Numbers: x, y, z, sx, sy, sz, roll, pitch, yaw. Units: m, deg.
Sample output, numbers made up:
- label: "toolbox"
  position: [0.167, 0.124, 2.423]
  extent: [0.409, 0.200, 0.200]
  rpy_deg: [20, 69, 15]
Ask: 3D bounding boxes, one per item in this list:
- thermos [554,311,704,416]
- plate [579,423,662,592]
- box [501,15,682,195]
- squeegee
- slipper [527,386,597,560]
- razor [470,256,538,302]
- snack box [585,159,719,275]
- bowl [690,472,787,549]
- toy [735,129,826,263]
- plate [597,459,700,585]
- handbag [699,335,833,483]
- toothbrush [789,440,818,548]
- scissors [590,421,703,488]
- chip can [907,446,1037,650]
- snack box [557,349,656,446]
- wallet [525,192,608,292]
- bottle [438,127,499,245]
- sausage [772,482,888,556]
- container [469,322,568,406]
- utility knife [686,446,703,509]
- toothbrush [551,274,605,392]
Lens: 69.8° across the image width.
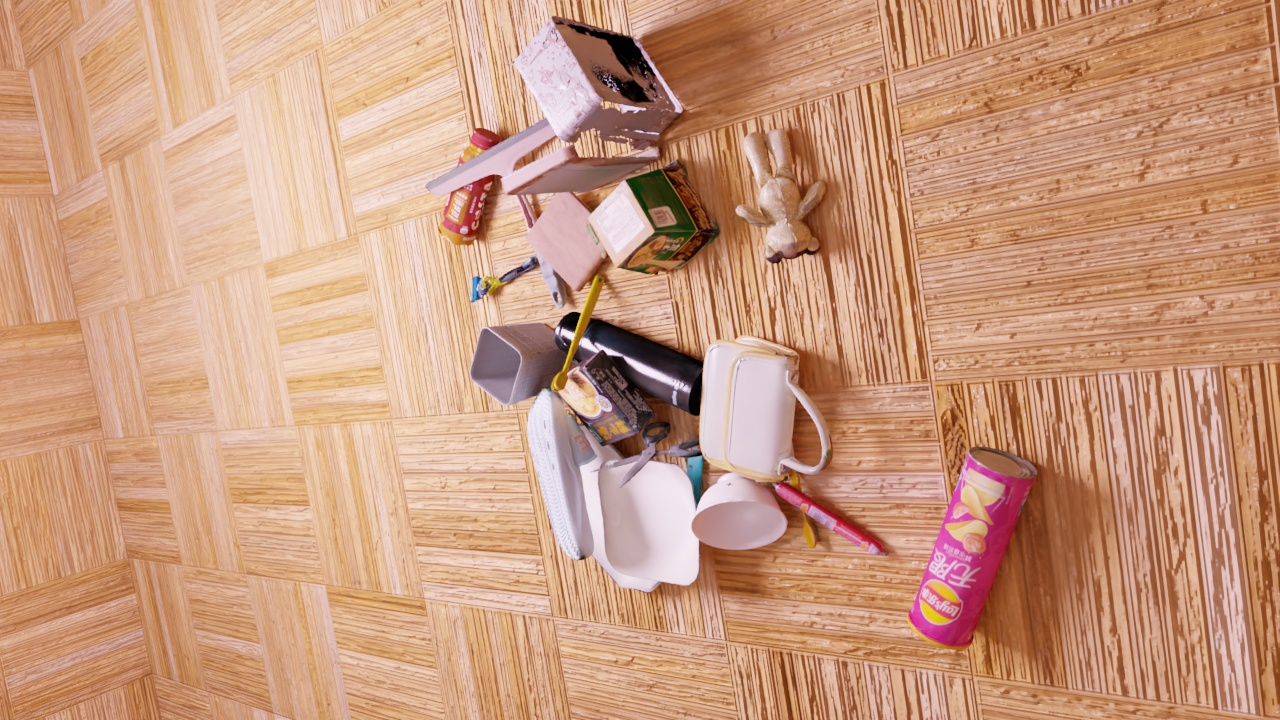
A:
- label: "thermos"
  position: [-0.007, 0.007, 1.229]
  extent: [0.243, 0.068, 0.090]
  rpy_deg: [24, 137, 36]
- label: "plate"
  position: [-0.040, 0.204, 1.309]
  extent: [0.265, 0.034, 0.162]
  rpy_deg: [46, 124, 23]
- label: "box"
  position: [-0.077, -0.292, 1.147]
  extent: [0.193, 0.182, 0.156]
  rpy_deg: [-37, 75, 35]
- label: "squeegee"
  position: [-0.157, -0.192, 1.320]
  extent: [0.248, 0.040, 0.249]
  rpy_deg: [-22, 92, 21]
- label: "slipper"
  position: [-0.096, 0.150, 1.259]
  extent: [0.104, 0.074, 0.245]
  rpy_deg: [137, 121, -62]
- label: "razor"
  position: [-0.203, -0.127, 1.384]
  extent: [0.143, 0.022, 0.042]
  rpy_deg: [-21, 64, 35]
- label: "snack box"
  position: [0.009, -0.173, 1.145]
  extent: [0.118, 0.105, 0.118]
  rpy_deg: [-40, 74, 37]
- label: "bowl"
  position: [0.121, 0.180, 1.143]
  extent: [0.119, 0.118, 0.064]
  rpy_deg: [-40, 35, 37]
- label: "toy"
  position: [0.157, -0.190, 1.055]
  extent: [0.105, 0.066, 0.157]
  rpy_deg: [-13, 86, -2]
- label: "plate"
  position: [0.017, 0.210, 1.217]
  extent: [0.165, 0.034, 0.163]
  rpy_deg: [0, 98, 39]
- label: "handbag"
  position: [0.151, 0.064, 1.092]
  extent: [0.179, 0.063, 0.163]
  rpy_deg: [18, 111, 44]
- label: "toothbrush"
  position: [0.190, 0.135, 1.120]
  extent: [0.016, 0.018, 0.191]
  rpy_deg: [-16, 86, 38]
- label: "scissors"
  position: [0.014, 0.119, 1.172]
  extent: [0.159, 0.175, 0.014]
  rpy_deg: [0, 114, -4]
- label: "chip can"
  position: [0.347, 0.198, 0.965]
  extent: [0.071, 0.071, 0.211]
  rpy_deg: [26, 114, 33]
- label: "snack box"
  position: [-0.053, 0.053, 1.231]
  extent: [0.113, 0.053, 0.126]
  rpy_deg: [51, 146, -7]
- label: "wallet"
  position: [-0.096, -0.169, 1.269]
  extent: [0.115, 0.020, 0.101]
  rpy_deg: [44, 116, 10]
- label: "bottle"
  position: [-0.254, -0.260, 1.374]
  extent: [0.057, 0.057, 0.175]
  rpy_deg: [39, 121, 27]
- label: "sausage"
  position: [0.223, 0.187, 1.087]
  extent: [0.156, 0.020, 0.020]
  rpy_deg: [32, 118, 20]
- label: "container"
  position: [-0.167, 0.000, 1.319]
  extent: [0.090, 0.114, 0.090]
  rpy_deg: [35, 119, 29]
- label: "utility knife"
  position: [0.067, 0.188, 1.231]
  extent: [0.029, 0.013, 0.157]
  rpy_deg: [16, 109, 35]
- label: "toothbrush"
  position: [-0.083, -0.038, 1.226]
  extent: [0.015, 0.189, 0.017]
  rpy_deg: [30, 147, -19]
